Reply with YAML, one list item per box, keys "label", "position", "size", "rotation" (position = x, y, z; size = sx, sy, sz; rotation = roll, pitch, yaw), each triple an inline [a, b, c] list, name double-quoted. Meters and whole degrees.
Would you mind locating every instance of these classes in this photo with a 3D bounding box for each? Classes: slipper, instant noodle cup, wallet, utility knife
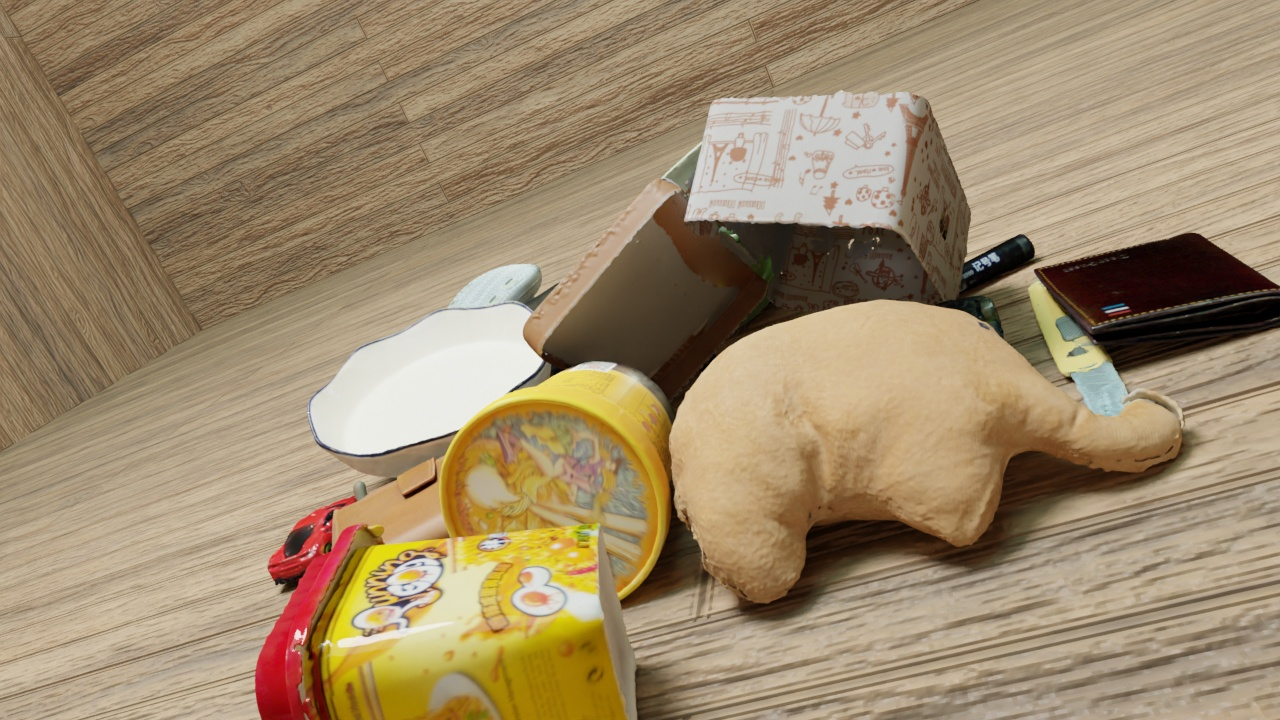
- label: "slipper"
  position: [-0.174, -0.015, 0.977]
  size: [0.104, 0.074, 0.244]
  rotation: [-6, 41, 43]
- label: "instant noodle cup"
  position: [-0.068, 0.125, 0.371]
  size: [0.123, 0.116, 0.116]
  rotation: [-12, 18, 1]
- label: "wallet"
  position: [-0.138, 0.095, 0.600]
  size: [0.130, 0.035, 0.119]
  rotation: [-28, 25, -9]
- label: "instant noodle cup"
  position: [-0.033, 0.058, 0.506]
  size: [0.119, 0.118, 0.114]
  rotation: [-19, 11, 18]
- label: "wallet"
  position: [0.281, -0.040, 0.505]
  size: [0.096, 0.020, 0.122]
  rotation: [-9, 19, 13]
- label: "utility knife"
  position: [0.242, -0.012, 0.509]
  size: [0.031, 0.021, 0.207]
  rotation: [-23, 21, 23]

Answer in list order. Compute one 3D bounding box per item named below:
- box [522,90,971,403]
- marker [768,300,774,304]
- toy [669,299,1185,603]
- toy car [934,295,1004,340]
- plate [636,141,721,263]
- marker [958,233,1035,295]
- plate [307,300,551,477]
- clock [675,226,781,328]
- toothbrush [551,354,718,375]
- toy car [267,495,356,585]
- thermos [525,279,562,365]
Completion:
- label: "box"
  position: [0.070, -0.064, 0.582]
  size: [0.272, 0.132, 0.179]
  rotation: [-23, -24, 20]
- label: "marker"
  position: [0.116, -0.057, 0.798]
  size: [0.124, 0.015, 0.018]
  rotation: [-2, 58, 47]
- label: "toy"
  position: [0.120, 0.027, 0.428]
  size: [0.226, 0.082, 0.143]
  rotation: [-19, 55, 14]
- label: "toy car"
  position: [0.176, 0.005, 0.504]
  size: [0.054, 0.037, 0.120]
  rotation: [-17, 27, 22]
- label: "plate"
  position: [0.027, -0.100, 0.684]
  size: [0.230, 0.027, 0.230]
  rotation: [-42, -3, -3]
- label: "marker"
  position: [0.215, -0.051, 0.644]
  size: [0.132, 0.020, 0.022]
  rotation: [-27, 2, -4]
- label: "plate"
  position: [-0.164, 0.023, 0.741]
  size: [0.205, 0.045, 0.204]
  rotation: [-14, 32, 8]
- label: "clock"
  position: [0.067, -0.083, 0.814]
  size: [0.116, 0.056, 0.160]
  rotation: [-10, 36, 40]
- label: "toothbrush"
  position: [-0.004, 0.004, 0.761]
  size: [0.027, 0.026, 0.213]
  rotation: [-22, 13, -37]
- label: "toy car"
  position: [-0.246, 0.132, 0.705]
  size: [0.049, 0.031, 0.106]
  rotation: [-20, 16, 12]
- label: "thermos"
  position: [-0.119, 0.003, 0.874]
  size: [0.090, 0.069, 0.241]
  rotation: [27, 49, 30]
